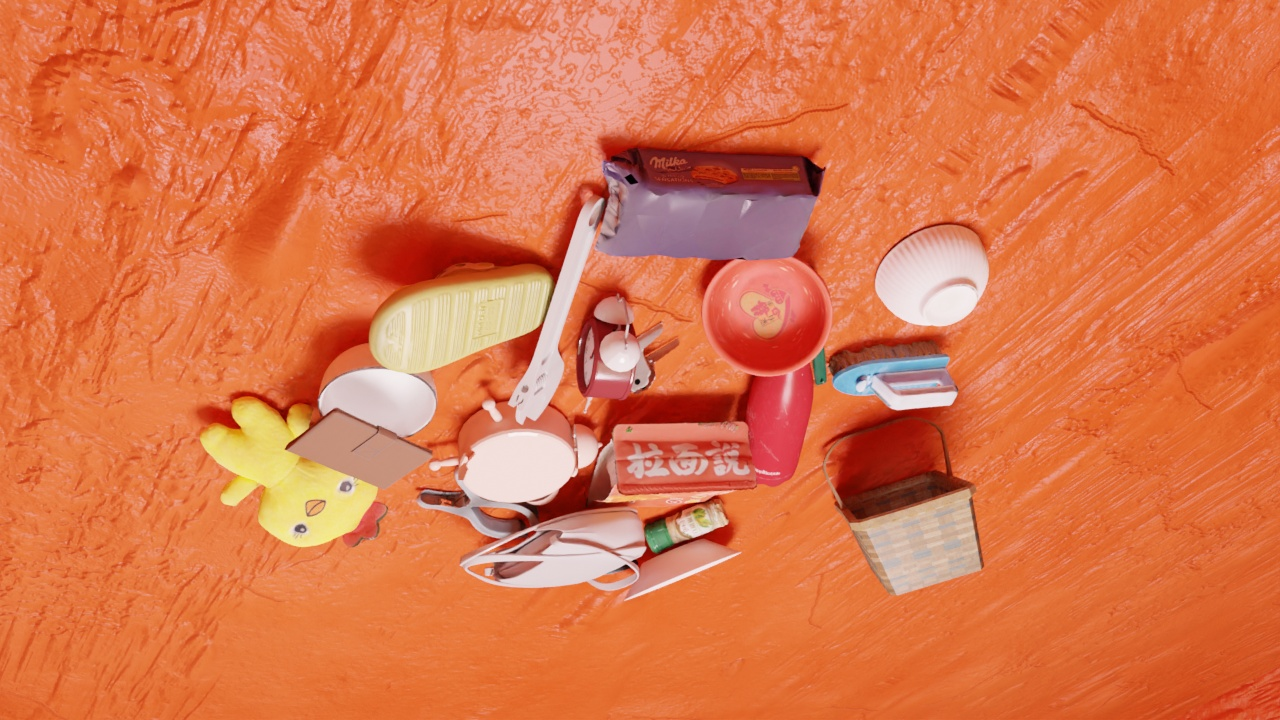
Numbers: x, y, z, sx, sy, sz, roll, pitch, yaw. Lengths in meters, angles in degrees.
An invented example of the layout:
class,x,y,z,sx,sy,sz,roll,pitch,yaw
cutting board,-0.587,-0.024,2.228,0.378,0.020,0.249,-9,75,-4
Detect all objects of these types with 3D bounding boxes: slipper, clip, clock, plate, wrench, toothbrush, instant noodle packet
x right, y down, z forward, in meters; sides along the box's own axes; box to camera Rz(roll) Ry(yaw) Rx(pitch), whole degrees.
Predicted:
class,x,y,z,sx,sy,sz,roll,pitch,yaw
slipper,-0.170,-0.056,0.855,0.190,0.081,0.092,-18,138,-35
clip,-0.007,0.005,0.984,0.102,0.053,0.057,-32,98,19
clock,-0.033,-0.009,0.930,0.044,0.087,0.125,4,138,-18
clip,-0.203,0.189,1.141,0.106,0.027,0.163,-33,134,20
plate,0.052,0.281,1.267,0.174,0.036,0.174,-21,165,-6
wrench,-0.078,-0.045,0.906,0.018,0.086,0.274,29,123,10
toothbrush,0.192,-0.036,1.011,0.016,0.017,0.190,-21,139,-2
clock,-0.138,0.114,1.043,0.160,0.086,0.131,18,129,-38
instant noodle packet,0.028,0.152,1.115,0.164,0.083,0.221,-1,156,-13

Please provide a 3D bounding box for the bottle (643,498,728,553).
class,x,y,z,sx,sy,sz,roll,pitch,yaw
bottle,0.062,0.222,1.232,0.111,0.043,0.043,-23,137,10

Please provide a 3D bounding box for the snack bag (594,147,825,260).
class,x,y,z,sx,sy,sz,roll,pitch,yaw
snack bag,0.062,-0.137,0.836,0.205,0.058,0.097,-2,137,-14

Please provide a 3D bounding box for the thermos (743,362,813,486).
class,x,y,z,sx,sy,sz,roll,pitch,yaw
thermos,0.160,0.044,1.045,0.073,0.073,0.240,-5,134,-9

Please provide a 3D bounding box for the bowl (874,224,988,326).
class,x,y,z,sx,sy,sz,roll,pitch,yaw
bowl,0.313,-0.077,0.961,0.118,0.062,0.118,-7,137,-7

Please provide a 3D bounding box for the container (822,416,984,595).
class,x,y,z,sx,sy,sz,roll,pitch,yaw
container,0.327,0.172,1.162,0.157,0.186,0.250,-19,175,6

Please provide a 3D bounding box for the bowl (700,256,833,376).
class,x,y,z,sx,sy,sz,roll,pitch,yaw
bowl,0.129,-0.052,0.929,0.130,0.045,0.131,4,110,11

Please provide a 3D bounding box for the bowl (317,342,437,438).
class,x,y,z,sx,sy,sz,roll,pitch,yaw
bowl,-0.262,0.024,0.922,0.113,0.063,0.114,-7,139,-6

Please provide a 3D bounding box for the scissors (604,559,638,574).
class,x,y,z,sx,sy,sz,roll,pitch,yaw
scissors,-0.074,0.289,1.288,0.131,0.019,0.150,18,131,-27

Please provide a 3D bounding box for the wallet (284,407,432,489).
class,x,y,z,sx,sy,sz,roll,pitch,yaw
wallet,-0.285,0.092,0.934,0.088,0.013,0.121,-33,135,26

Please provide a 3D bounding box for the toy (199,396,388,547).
class,x,y,z,sx,sy,sz,roll,pitch,yaw
toy,-0.367,0.122,0.985,0.134,0.092,0.207,-44,125,-1

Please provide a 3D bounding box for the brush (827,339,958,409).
class,x,y,z,sx,sy,sz,roll,pitch,yaw
brush,0.286,0.021,1.050,0.135,0.075,0.055,-4,136,-11

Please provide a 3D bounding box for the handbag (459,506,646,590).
class,x,y,z,sx,sy,sz,roll,pitch,yaw
handbag,-0.123,0.248,1.138,0.222,0.095,0.216,1,154,-35
